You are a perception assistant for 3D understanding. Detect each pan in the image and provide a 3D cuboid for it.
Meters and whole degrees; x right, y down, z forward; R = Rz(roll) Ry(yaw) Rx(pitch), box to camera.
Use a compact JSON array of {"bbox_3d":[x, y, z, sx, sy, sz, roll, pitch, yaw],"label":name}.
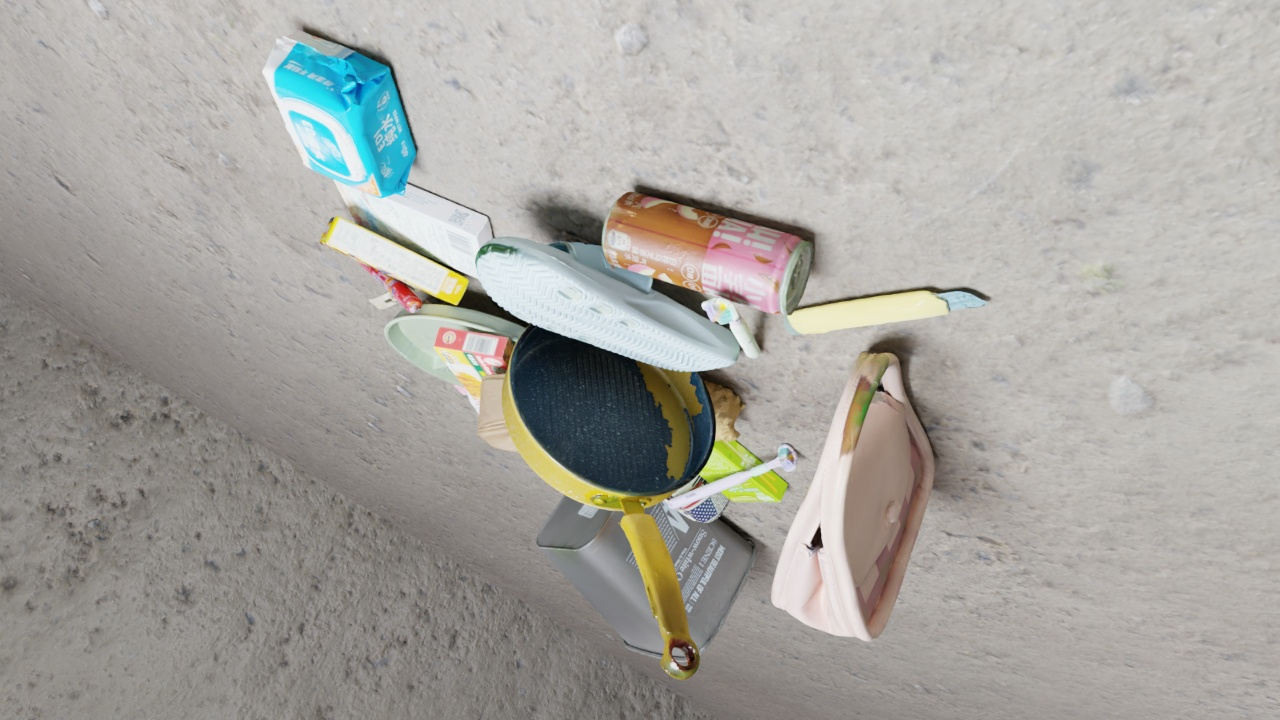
[{"bbox_3d":[-0.009,0.094,0.756,0.197,0.356,0.078,9,141,-24],"label":"pan"}]

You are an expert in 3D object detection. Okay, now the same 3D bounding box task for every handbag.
[{"bbox_3d":[-0.069,0.066,0.968,0.148,0.099,0.204,-10,164,37],"label":"handbag"},{"bbox_3d":[0.172,0.091,0.732,0.093,0.192,0.234,14,143,25],"label":"handbag"}]

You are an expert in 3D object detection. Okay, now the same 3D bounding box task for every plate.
[{"bbox_3d":[-0.177,-0.005,1.046,0.230,0.027,0.230,13,158,5],"label":"plate"}]

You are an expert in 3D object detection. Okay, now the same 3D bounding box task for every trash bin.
[{"bbox_3d":[0.002,0.257,1.241,0.220,0.198,0.199,47,150,-21],"label":"trash bin"}]

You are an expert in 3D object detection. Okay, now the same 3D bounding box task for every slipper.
[{"bbox_3d":[-0.018,-0.055,0.778,0.245,0.074,0.104,22,160,-25],"label":"slipper"}]

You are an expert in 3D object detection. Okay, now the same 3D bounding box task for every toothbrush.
[{"bbox_3d":[0.096,0.134,1.010,0.021,0.029,0.190,1,157,-44],"label":"toothbrush"},{"bbox_3d":[0.077,-0.022,0.722,0.029,0.020,0.189,24,177,16],"label":"toothbrush"}]

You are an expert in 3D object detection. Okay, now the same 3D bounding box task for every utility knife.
[{"bbox_3d":[0.169,-0.033,0.673,0.031,0.019,0.177,38,159,-30],"label":"utility knife"}]

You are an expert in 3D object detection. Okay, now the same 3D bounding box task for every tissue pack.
[{"bbox_3d":[-0.242,-0.195,0.747,0.090,0.063,0.140,25,156,9],"label":"tissue pack"}]

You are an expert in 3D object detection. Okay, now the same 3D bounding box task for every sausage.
[{"bbox_3d":[-0.277,-0.090,0.992,0.156,0.020,0.020,38,165,37],"label":"sausage"}]

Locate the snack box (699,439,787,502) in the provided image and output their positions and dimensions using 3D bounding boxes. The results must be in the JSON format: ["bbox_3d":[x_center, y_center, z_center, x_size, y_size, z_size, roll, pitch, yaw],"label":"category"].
[{"bbox_3d":[0.085,0.110,1.041,0.156,0.026,0.086,40,154,-22],"label":"snack box"}]

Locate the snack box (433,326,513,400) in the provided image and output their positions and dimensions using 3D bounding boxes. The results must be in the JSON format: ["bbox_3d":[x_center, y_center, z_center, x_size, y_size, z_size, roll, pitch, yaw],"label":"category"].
[{"bbox_3d":[-0.164,0.011,1.001,0.077,0.027,0.156,9,158,11],"label":"snack box"}]

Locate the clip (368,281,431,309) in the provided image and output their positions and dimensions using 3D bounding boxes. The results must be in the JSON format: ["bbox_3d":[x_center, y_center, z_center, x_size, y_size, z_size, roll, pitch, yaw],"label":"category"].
[{"bbox_3d":[-0.261,-0.087,1.035,0.034,0.076,0.104,44,162,-33],"label":"clip"}]

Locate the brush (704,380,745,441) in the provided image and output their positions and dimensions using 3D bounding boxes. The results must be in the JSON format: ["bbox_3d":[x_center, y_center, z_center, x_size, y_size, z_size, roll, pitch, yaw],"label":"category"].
[{"bbox_3d":[-0.005,0.005,0.927,0.254,0.045,0.083,31,160,4],"label":"brush"}]

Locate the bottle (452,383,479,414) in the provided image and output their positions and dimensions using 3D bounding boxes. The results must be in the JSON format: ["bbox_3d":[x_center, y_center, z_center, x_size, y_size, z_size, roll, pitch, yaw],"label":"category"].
[{"bbox_3d":[-0.157,0.078,1.197,0.197,0.068,0.068,41,154,-19],"label":"bottle"}]

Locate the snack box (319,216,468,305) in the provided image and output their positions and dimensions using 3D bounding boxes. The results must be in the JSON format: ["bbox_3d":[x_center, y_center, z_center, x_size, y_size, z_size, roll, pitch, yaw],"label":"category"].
[{"bbox_3d":[-0.248,-0.100,0.921,0.140,0.033,0.087,24,178,-24],"label":"snack box"}]

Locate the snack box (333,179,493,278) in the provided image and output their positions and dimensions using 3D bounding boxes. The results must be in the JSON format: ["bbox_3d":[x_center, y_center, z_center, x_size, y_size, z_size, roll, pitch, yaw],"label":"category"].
[{"bbox_3d":[-0.213,-0.133,0.883,0.157,0.026,0.085,24,157,11],"label":"snack box"}]

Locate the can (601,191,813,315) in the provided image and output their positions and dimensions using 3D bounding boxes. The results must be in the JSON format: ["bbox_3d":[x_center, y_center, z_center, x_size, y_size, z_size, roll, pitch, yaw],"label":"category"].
[{"bbox_3d":[0.047,-0.079,0.668,0.147,0.057,0.058,19,155,21],"label":"can"}]

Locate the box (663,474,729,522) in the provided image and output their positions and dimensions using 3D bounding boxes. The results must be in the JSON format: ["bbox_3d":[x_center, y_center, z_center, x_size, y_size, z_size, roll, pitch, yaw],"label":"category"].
[{"bbox_3d":[0.043,0.134,1.086,0.163,0.075,0.076,42,148,-23],"label":"box"}]
